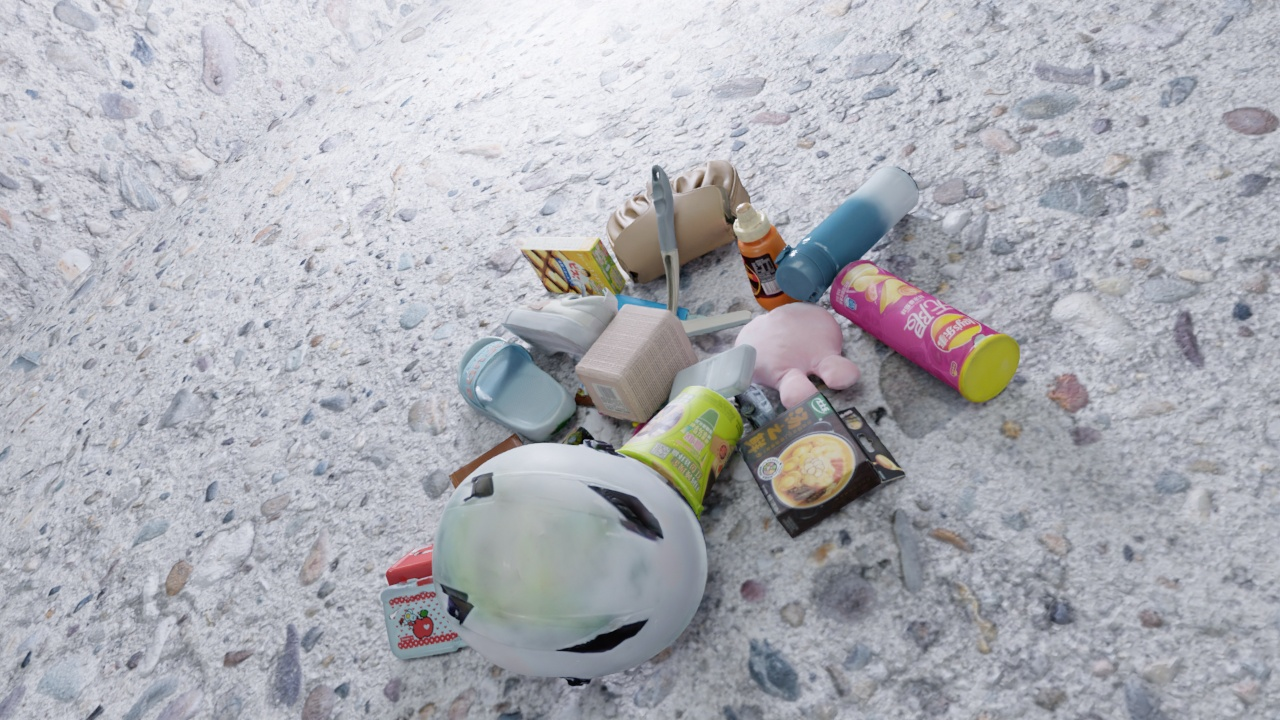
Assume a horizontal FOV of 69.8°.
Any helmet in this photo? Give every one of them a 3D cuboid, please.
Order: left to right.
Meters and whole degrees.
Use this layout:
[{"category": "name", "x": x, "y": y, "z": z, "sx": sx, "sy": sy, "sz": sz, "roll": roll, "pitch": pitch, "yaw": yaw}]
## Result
[{"category": "helmet", "x": -0.083, "y": 0.179, "z": 0.836, "sx": 0.259, "sy": 0.145, "sz": 0.229, "roll": 6, "pitch": 81, "yaw": 24}]

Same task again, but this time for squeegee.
[{"category": "squeegee", "x": 0.034, "y": -0.135, "z": 1.182, "sx": 0.247, "sy": 0.039, "sz": 0.246, "roll": -14, "pitch": 72, "yaw": 35}]

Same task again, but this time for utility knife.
[{"category": "utility knife", "x": 0.027, "y": -0.060, "z": 1.198, "sx": 0.192, "sy": 0.018, "sz": 0.034, "roll": 14, "pitch": 72, "yaw": 41}]

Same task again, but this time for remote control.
[{"category": "remote control", "x": 0.077, "y": 0.023, "z": 1.007, "sx": 0.136, "sy": 0.020, "sz": 0.055, "roll": -25, "pitch": 43, "yaw": 53}]

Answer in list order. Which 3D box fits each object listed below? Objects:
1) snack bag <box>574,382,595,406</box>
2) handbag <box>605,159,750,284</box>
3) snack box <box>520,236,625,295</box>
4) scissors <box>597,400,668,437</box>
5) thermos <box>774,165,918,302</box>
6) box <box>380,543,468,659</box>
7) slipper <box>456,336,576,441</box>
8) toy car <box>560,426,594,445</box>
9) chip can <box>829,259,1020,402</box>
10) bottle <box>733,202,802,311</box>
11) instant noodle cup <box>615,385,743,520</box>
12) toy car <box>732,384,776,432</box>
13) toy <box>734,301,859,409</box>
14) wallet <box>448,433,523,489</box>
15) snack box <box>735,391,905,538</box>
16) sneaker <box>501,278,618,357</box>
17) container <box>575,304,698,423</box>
[{"category": "snack bag", "x": -0.054, "y": 0.010, "z": 1.163, "sx": 0.048, "sy": 0.026, "sz": 0.104, "roll": 2, "pitch": 61, "yaw": 45}, {"category": "handbag", "x": 0.048, "y": -0.195, "z": 1.262, "sx": 0.205, "sy": 0.100, "sz": 0.147, "roll": -26, "pitch": 39, "yaw": 15}, {"category": "snack box", "x": -0.097, "y": -0.135, "z": 1.309, "sx": 0.141, "sy": 0.087, "sz": 0.033, "roll": 5, "pitch": 51, "yaw": 38}, {"category": "scissors", "x": 0.004, "y": 0.057, "z": 1.091, "sx": 0.136, "sy": 0.017, "sz": 0.133, "roll": -3, "pitch": 42, "yaw": 34}, {"category": "thermos", "x": 0.241, "y": -0.149, "z": 1.073, "sx": 0.070, "sy": 0.070, "sz": 0.219, "roll": 18, "pitch": 48, "yaw": 45}, {"category": "box", "x": -0.179, "y": 0.247, "z": 0.995, "sx": 0.202, "sy": 0.099, "sz": 0.116, "roll": -17, "pitch": 7, "yaw": 20}, {"category": "slipper", "x": -0.174, "y": 0.029, "z": 1.198, "sx": 0.104, "sy": 0.074, "sz": 0.245, "roll": -45, "pitch": 41, "yaw": -13}, {"category": "toy car", "x": -0.084, "y": 0.121, "z": 1.063, "sx": 0.035, "sy": 0.042, "sz": 0.090, "roll": -5, "pitch": 44, "yaw": 45}, {"category": "chip can", "x": 0.286, "y": -0.036, "z": 0.948, "sx": 0.071, "sy": 0.071, "sz": 0.210, "roll": -38, "pitch": 38, "yaw": -6}, {"category": "bottle", "x": 0.146, "y": -0.124, "z": 1.075, "sx": 0.067, "sy": 0.149, "sz": 0.066, "roll": -19, "pitch": 40, "yaw": 17}, {"category": "instant noodle cup", "x": 0.045, "y": 0.093, "z": 0.957, "sx": 0.112, "sy": 0.112, "sz": 0.123, "roll": 10, "pitch": 47, "yaw": 41}, {"category": "toy car", "x": 0.120, "y": 0.047, "z": 0.998, "sx": 0.034, "sy": 0.043, "sz": 0.090, "roll": -34, "pitch": 37, "yaw": 2}, {"category": "toy", "x": 0.171, "y": -0.004, "z": 1.007, "sx": 0.121, "sy": 0.054, "sz": 0.159, "roll": -27, "pitch": 39, "yaw": 3}, {"category": "wallet", "x": -0.167, "y": 0.147, "z": 1.102, "sx": 0.101, "sy": 0.032, "sz": 0.124, "roll": -36, "pitch": 38, "yaw": -8}, {"category": "snack box", "x": 0.174, "y": 0.097, "z": 0.907, "sx": 0.126, "sy": 0.053, "sz": 0.113, "roll": -34, "pitch": 38, "yaw": 7}, {"category": "sneaker", "x": -0.105, "y": -0.060, "z": 1.194, "sx": 0.090, "sy": 0.089, "sz": 0.243, "roll": -59, "pitch": 27, "yaw": -13}, {"category": "container", "x": -0.006, "y": 0.006, "z": 1.079, "sx": 0.090, "sy": 0.090, "sz": 0.110, "roll": 12, "pitch": 51, "yaw": 41}]
